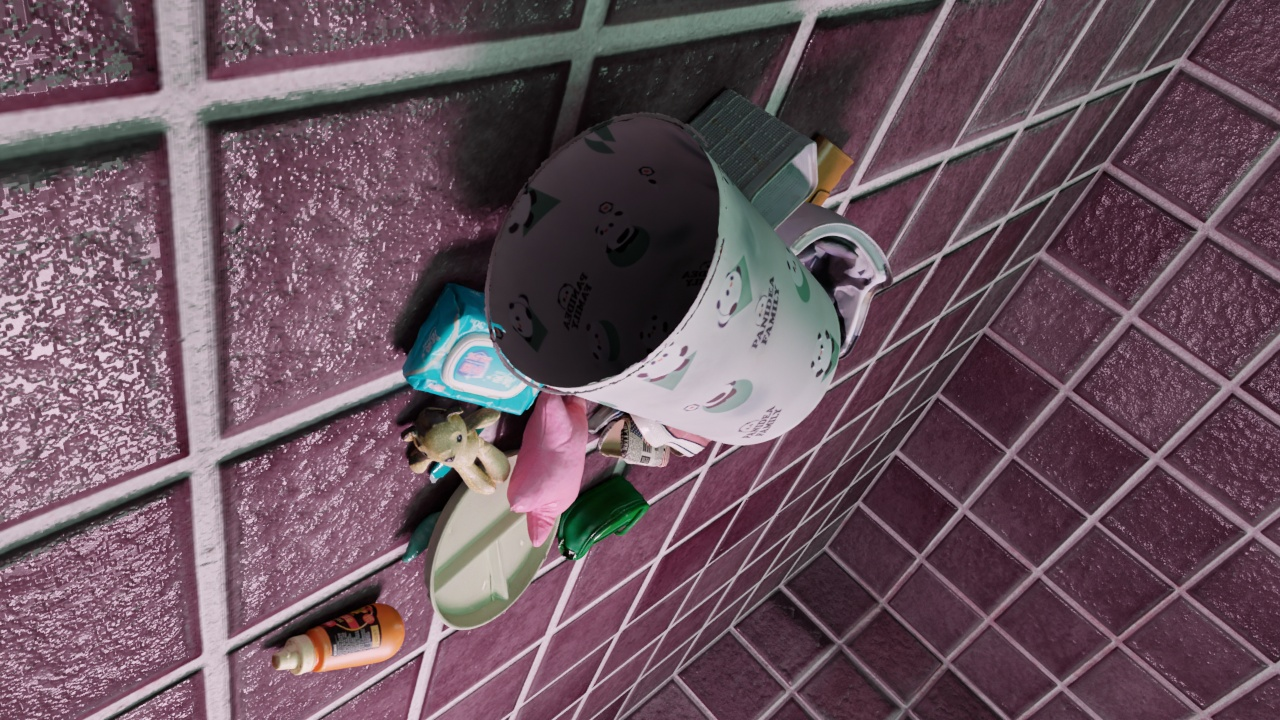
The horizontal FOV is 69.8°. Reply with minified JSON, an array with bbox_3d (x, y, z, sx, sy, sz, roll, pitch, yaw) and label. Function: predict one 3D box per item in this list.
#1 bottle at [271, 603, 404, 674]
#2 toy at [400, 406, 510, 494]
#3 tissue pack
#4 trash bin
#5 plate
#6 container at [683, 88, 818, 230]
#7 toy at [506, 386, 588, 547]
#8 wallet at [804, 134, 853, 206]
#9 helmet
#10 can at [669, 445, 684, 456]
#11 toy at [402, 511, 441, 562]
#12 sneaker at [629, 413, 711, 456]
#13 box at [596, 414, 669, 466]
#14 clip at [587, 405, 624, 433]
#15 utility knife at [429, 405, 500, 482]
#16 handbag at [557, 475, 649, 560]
[{"bbox_3d":[-0.341,0.319,1.032,0.149,0.067,0.067,-2,132,-49],"label":"bottle"},{"bbox_3d":[-0.180,0.094,0.929,0.105,0.066,0.157,-29,149,1],"label":"toy"},{"bbox_3d":[-0.133,-0.007,0.814,0.133,0.050,0.093,16,119,-36],"label":"tissue pack"},{"bbox_3d":[0.035,-0.045,0.784,0.230,0.229,0.251,-50,140,9],"label":"trash bin"},{"bbox_3d":[-0.173,0.209,1.093,0.229,0.027,0.231,-37,138,-45],"label":"plate"},{"bbox_3d":[0.101,-0.192,0.892,0.090,0.111,0.090,-43,157,-6],"label":"container"},{"bbox_3d":[-0.103,0.111,1.029,0.178,0.075,0.195,-53,153,-60],"label":"toy"},{"bbox_3d":[0.207,-0.213,1.150,0.132,0.031,0.107,-52,156,17],"label":"wallet"},{"bbox_3d":[0.150,-0.085,1.091,0.228,0.145,0.259,3,133,-30],"label":"helmet"},{"bbox_3d":[0.099,0.098,1.439,0.134,0.053,0.053,-30,152,-35],"label":"can"},{"bbox_3d":[-0.227,0.191,1.058,0.096,0.030,0.092,-55,162,1],"label":"toy"},{"bbox_3d":[0.051,0.068,1.228,0.088,0.118,0.241,-37,153,11],"label":"sneaker"},{"bbox_3d":[0.006,0.113,1.267,0.075,0.082,0.163,-63,154,1],"label":"box"},{"bbox_3d":[-0.047,0.073,1.181,0.058,0.026,0.038,-41,164,-12],"label":"clip"},{"bbox_3d":[-0.173,0.071,0.972,0.158,0.013,0.029,-49,150,7],"label":"utility knife"},{"bbox_3d":[-0.057,0.242,1.385,0.131,0.068,0.120,-27,151,-39],"label":"handbag"}]
